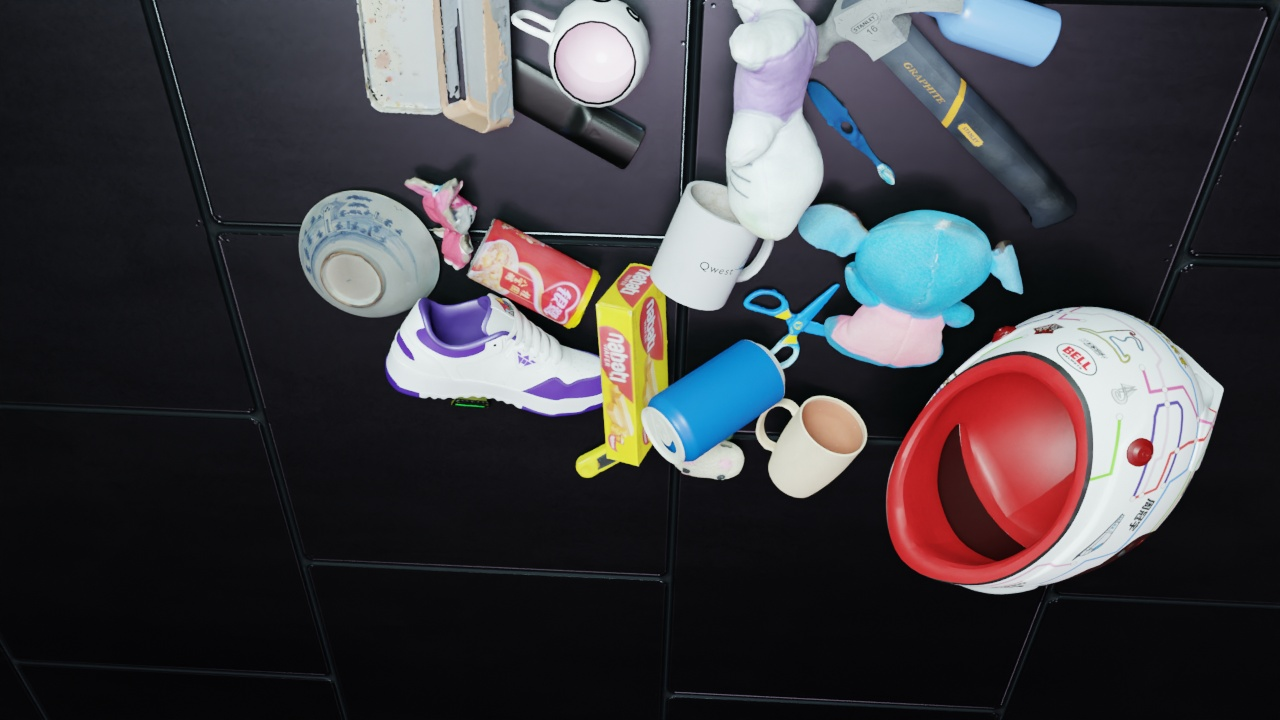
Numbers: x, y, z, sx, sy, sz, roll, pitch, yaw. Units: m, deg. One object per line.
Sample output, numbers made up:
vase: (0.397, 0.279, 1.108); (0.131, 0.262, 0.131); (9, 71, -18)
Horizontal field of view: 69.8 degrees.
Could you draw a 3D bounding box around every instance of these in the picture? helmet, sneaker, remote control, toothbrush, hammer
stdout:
helmet: (0.418, 0.093, 0.931); (0.235, 0.231, 0.315); (4, 127, -38)
sneaker: (-0.135, -0.016, 0.956); (0.244, 0.091, 0.111); (6, 130, -20)
remote control: (-0.066, -0.231, 0.866); (0.140, 0.021, 0.046); (27, 120, -13)
toothbrush: (0.200, -0.213, 0.864); (0.021, 0.016, 0.132); (-39, 115, 23)
hammer: (0.287, -0.219, 0.827); (0.312, 0.035, 0.140); (35, 147, -26)

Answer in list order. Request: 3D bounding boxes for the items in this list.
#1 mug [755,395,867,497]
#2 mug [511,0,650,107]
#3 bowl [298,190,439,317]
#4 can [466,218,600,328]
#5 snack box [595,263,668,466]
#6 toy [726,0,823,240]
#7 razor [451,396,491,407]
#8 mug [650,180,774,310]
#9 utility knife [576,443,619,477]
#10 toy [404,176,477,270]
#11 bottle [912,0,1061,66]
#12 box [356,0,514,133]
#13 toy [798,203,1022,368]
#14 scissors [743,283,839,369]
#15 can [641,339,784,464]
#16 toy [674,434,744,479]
mug: (0.183, 0.094, 1.044); (0.111, 0.085, 0.105); (38, 135, 11)
mug: (-0.052, -0.277, 0.799); (0.124, 0.076, 0.090); (21, 123, -11)
bowl: (-0.289, -0.096, 0.946); (0.151, 0.056, 0.151); (4, 126, 6)
can: (-0.110, -0.088, 0.938); (0.124, 0.066, 0.067); (27, 122, -14)
snack box: (-0.006, 0.006, 0.977); (0.042, 0.091, 0.201); (12, 127, 20)
toy: (0.115, -0.210, 0.798); (0.085, 0.137, 0.210); (-2, 133, 8)
razor: (-0.175, -0.002, 1.028); (0.044, 0.021, 0.144); (6, 127, -25)
mug: (0.081, -0.112, 0.910); (0.119, 0.083, 0.097); (0, 130, -32)
utility knife: (0.021, 0.079, 1.076); (0.234, 0.020, 0.029); (-30, 120, 20)
toy: (-0.189, -0.143, 0.923); (0.065, 0.050, 0.102); (21, 137, 32)
bottle: (0.287, -0.293, 0.785); (0.131, 0.048, 0.048); (15, 124, -7)
box: (-0.181, -0.316, 0.798); (0.157, 0.071, 0.217); (10, 125, 11)
toy: (0.256, -0.072, 0.917); (0.224, 0.098, 0.192); (13, 134, -1)
scissors: (0.166, -0.035, 0.989); (0.125, 0.014, 0.131); (15, 124, -7)
can: (0.079, 0.043, 0.971); (0.145, 0.079, 0.079); (-32, 126, -23)
toy: (0.079, 0.110, 1.075); (0.087, 0.050, 0.112); (11, 141, 0)
